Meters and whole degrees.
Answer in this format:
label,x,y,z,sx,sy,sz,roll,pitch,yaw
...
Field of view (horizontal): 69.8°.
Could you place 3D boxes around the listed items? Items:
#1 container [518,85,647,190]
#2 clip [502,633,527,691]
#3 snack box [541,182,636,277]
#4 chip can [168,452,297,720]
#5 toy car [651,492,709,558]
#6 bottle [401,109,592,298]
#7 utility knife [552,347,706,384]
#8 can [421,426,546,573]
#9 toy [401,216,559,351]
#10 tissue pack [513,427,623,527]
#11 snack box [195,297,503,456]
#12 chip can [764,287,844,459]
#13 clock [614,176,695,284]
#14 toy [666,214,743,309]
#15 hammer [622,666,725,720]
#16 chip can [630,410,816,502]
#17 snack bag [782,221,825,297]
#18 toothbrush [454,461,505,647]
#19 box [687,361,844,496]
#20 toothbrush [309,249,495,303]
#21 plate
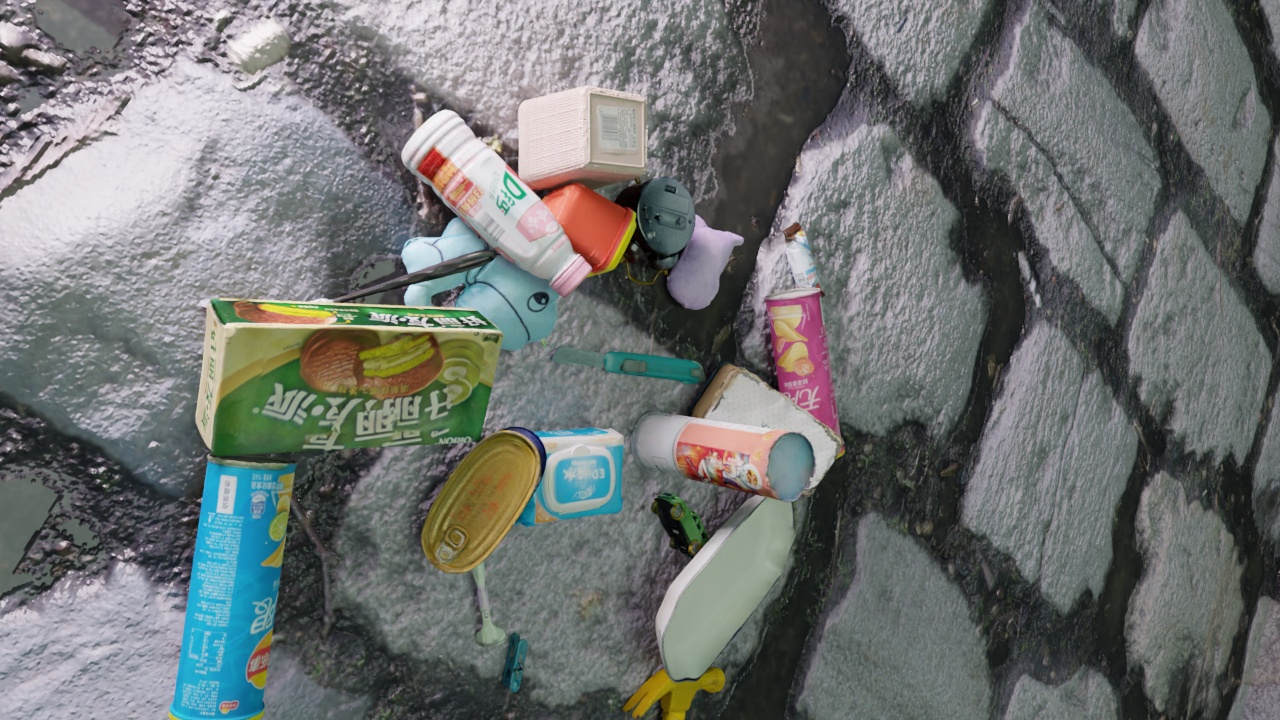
label,x,y,z,sx,sy,sz,roll,pitch,yaw
container,-0.054,-0.218,0.906,0.089,0.111,0.090,-2,94,-37
clip,-0.128,0.309,0.937,0.014,0.042,0.056,9,88,-34
snack box,-0.063,-0.130,0.921,0.080,0.091,0.082,32,73,-27
chip can,-0.330,0.183,0.748,0.071,0.071,0.210,9,86,-37
toy car,0.048,0.188,1.049,0.036,0.043,0.091,-42,118,-26
bottle,-0.127,-0.140,0.846,0.197,0.068,0.068,43,66,-7
utility knife,-0.006,0.006,1.016,0.215,0.013,0.029,7,88,-37
can,-0.145,0.129,0.862,0.074,0.049,0.148,34,94,2
toy,-0.144,-0.068,0.888,0.161,0.050,0.156,-32,111,-23
tissue pack,-0.079,0.118,0.936,0.139,0.063,0.090,-1,93,-37
snack box,-0.243,0.013,0.787,0.239,0.063,0.115,1,114,-38
chip can,0.203,0.018,1.139,0.071,0.071,0.210,-18,102,-35
clock,0.011,-0.143,0.995,0.082,0.055,0.122,10,88,-38
toy,0.067,-0.111,1.050,0.084,0.039,0.108,25,80,-17
hammer,0.023,0.501,1.054,0.128,0.033,0.300,11,86,-36
chip can,0.081,0.096,0.960,0.071,0.215,0.071,-2,94,-37
snack bag,0.205,-0.122,1.160,0.048,0.026,0.104,-35,114,-44
toothbrush,-0.163,0.192,0.907,0.029,0.020,0.189,-9,98,-3
box,0.141,0.077,1.067,0.184,0.061,0.089,37,87,-12
toothbrush,-0.215,-0.071,0.826,0.180,0.018,0.015,-20,94,-20
plate,0.099,0.252,1.065,0.264,0.034,0.162,-42,137,-32
